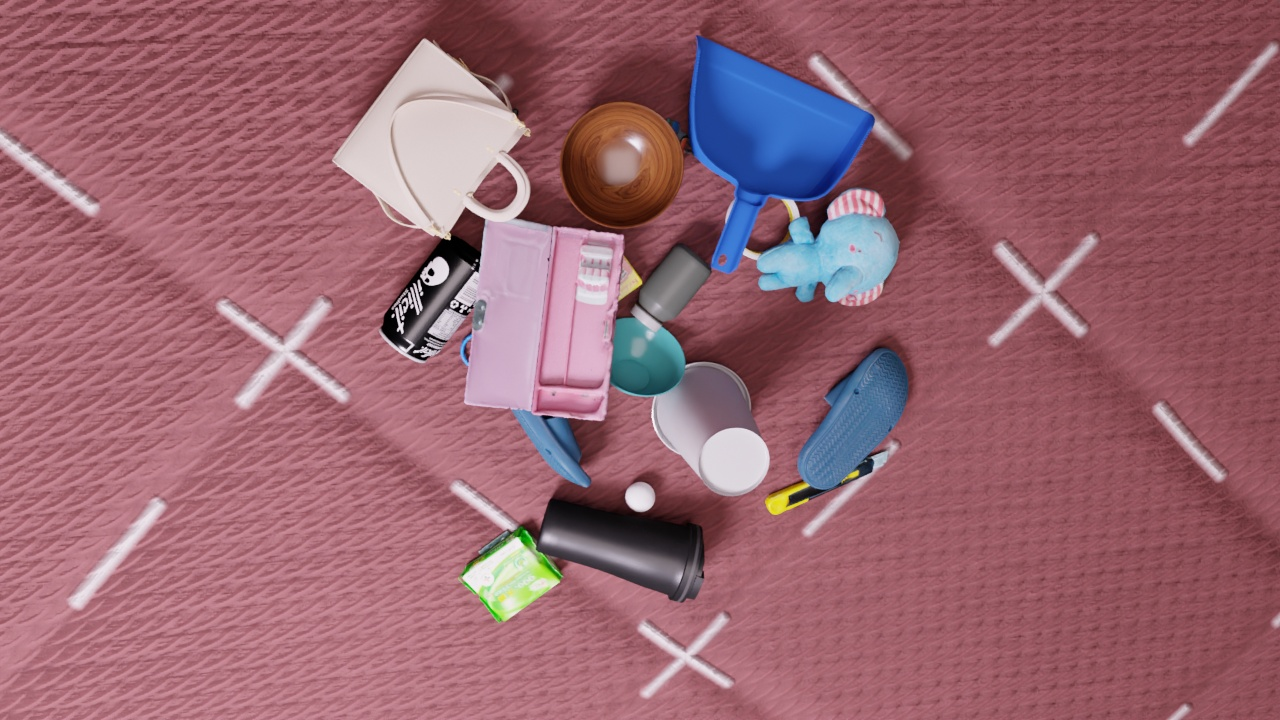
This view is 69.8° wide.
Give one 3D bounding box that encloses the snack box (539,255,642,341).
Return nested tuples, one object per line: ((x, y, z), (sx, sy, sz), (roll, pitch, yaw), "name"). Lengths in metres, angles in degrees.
((-0.079, -0.085, 1.162), (0.152, 0.025, 0.075), (-36, 106, 0), "snack box")

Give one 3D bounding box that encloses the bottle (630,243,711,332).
((0.037, -0.091, 1.161), (0.060, 0.060, 0.108), (37, 97, -14), "bottle")

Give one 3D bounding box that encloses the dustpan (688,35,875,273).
((0.139, -0.231, 1.119), (0.245, 0.059, 0.257), (20, 94, -12), "dustpan")

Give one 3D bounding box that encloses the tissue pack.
((-0.176, 0.290, 1.250), (0.114, 0.034, 0.099), (-36, 107, 5), "tissue pack")

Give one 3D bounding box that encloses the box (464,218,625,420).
((-0.113, -0.050, 1.105), (0.180, 0.051, 0.232), (9, 84, -11), "box")

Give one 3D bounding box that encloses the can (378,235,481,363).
((-0.247, -0.075, 1.120), (0.080, 0.080, 0.146), (38, 97, -14), "can")

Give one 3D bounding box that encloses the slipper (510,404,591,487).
((-0.120, 0.076, 1.165), (0.059, 0.104, 0.214), (-36, 108, -10), "slipper")

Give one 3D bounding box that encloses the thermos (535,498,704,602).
((-0.025, 0.247, 1.226), (0.218, 0.105, 0.106), (16, 102, -6), "thermos")

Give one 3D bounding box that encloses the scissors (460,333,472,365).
((-0.173, -0.041, 1.173), (0.097, 0.020, 0.133), (27, 100, -17), "scissors")

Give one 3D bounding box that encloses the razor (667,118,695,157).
((0.088, -0.252, 1.146), (0.141, 0.018, 0.044), (23, 91, -14), "razor")

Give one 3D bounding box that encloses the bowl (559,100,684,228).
((-0.025, -0.237, 1.110), (0.147, 0.069, 0.147), (-1, 105, -6), "bowl")

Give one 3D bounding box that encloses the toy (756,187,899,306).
((0.238, -0.123, 1.148), (0.180, 0.114, 0.184), (-16, 136, -1), "toy")

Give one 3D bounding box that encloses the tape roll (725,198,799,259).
((0.156, -0.176, 1.174), (0.094, 0.019, 0.094), (-2, 105, -6), "tape roll")

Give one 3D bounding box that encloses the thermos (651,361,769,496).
((0.090, 0.086, 1.129), (0.131, 0.221, 0.131), (-2, 105, -7), "thermos")

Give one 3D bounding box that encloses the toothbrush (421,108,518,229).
((-0.209, -0.233, 1.121), (0.014, 0.017, 0.188), (40, 100, -11), "toothbrush")

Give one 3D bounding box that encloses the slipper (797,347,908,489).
((0.286, 0.080, 1.239), (0.104, 0.059, 0.213), (38, 85, -24), "slipper")

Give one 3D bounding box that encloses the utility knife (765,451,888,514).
((0.262, 0.168, 1.279), (0.186, 0.020, 0.029), (-23, 108, -1), "utility knife")

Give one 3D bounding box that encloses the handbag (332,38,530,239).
((-0.216, -0.232, 1.056), (0.198, 0.101, 0.195), (39, 95, 0), "handbag")

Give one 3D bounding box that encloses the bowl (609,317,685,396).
((-0.007, 0.007, 1.176), (0.121, 0.120, 0.046), (11, 143, -10), "bowl")

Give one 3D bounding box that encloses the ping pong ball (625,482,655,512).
((0.000, 0.184, 1.239), (0.040, 0.040, 0.040), (-2, 105, -7), "ping pong ball")
